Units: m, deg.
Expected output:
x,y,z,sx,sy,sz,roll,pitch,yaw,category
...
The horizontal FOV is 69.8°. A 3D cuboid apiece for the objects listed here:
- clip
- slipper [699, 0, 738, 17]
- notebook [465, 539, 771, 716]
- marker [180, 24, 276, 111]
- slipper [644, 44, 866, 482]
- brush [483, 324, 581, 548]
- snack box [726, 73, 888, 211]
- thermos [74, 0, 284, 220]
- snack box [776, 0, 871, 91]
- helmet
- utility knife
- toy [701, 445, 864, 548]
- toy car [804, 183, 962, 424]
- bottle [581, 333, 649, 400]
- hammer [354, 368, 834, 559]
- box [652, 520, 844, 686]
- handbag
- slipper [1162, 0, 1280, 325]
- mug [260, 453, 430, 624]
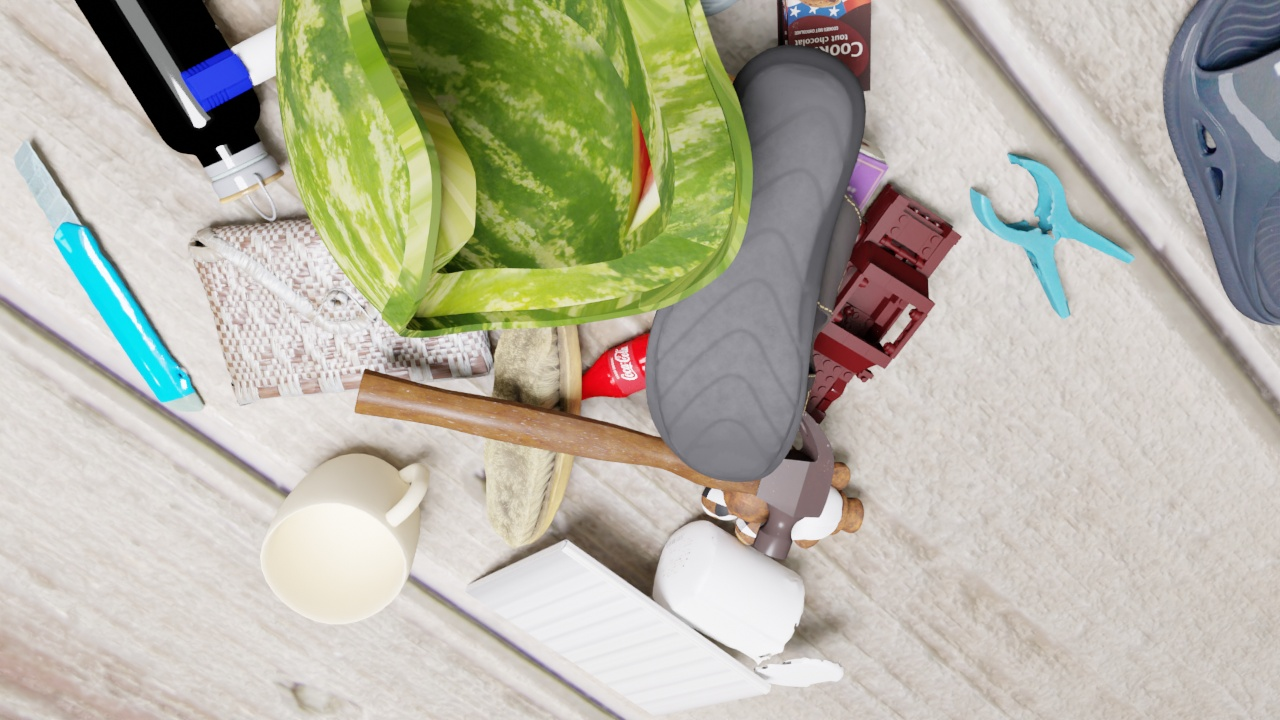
x,y,z,sx,sy,sz,roll,pitch,yaw,category
0.292,-0.100,0.633,0.127,0.028,0.114,30,106,-16,clip
0.053,-0.324,0.490,0.098,0.054,0.269,7,104,27,slipper
-0.019,0.218,0.724,0.209,0.009,0.143,39,136,-18,notebook
-0.197,-0.186,0.529,0.133,0.027,0.023,-36,113,-18,marker
0.070,-0.050,0.554,0.113,0.075,0.268,11,112,3,slipper
-0.078,0.046,0.650,0.059,0.043,0.196,21,114,28,brush
0.058,-0.099,0.594,0.143,0.040,0.148,21,122,-13,snack box
-0.278,-0.186,0.537,0.061,0.061,0.231,-22,113,6,thermos
0.111,-0.236,0.557,0.051,0.031,0.141,-6,114,-1,snack box
-0.075,-0.141,0.476,0.212,0.244,0.247,-7,88,-29,helmet
-0.357,-0.048,0.617,0.031,0.015,0.205,-18,118,3,utility knife
0.112,0.104,0.695,0.112,0.067,0.087,13,112,-19,toy
0.148,-0.031,0.634,0.070,0.061,0.170,29,109,-15,toy car
-0.004,0.004,0.650,0.119,0.036,0.036,-24,114,19,bottle
-0.022,0.052,0.609,0.322,0.033,0.115,13,98,-14,hammer
0.089,0.198,0.719,0.166,0.092,0.083,30,131,-18,box
-0.198,-0.037,0.617,0.186,0.047,0.124,-7,115,-1,handbag
0.426,-0.128,0.600,0.111,0.083,0.268,-24,115,9,slipper
-0.197,0.112,0.653,0.120,0.099,0.096,-35,110,9,mug
